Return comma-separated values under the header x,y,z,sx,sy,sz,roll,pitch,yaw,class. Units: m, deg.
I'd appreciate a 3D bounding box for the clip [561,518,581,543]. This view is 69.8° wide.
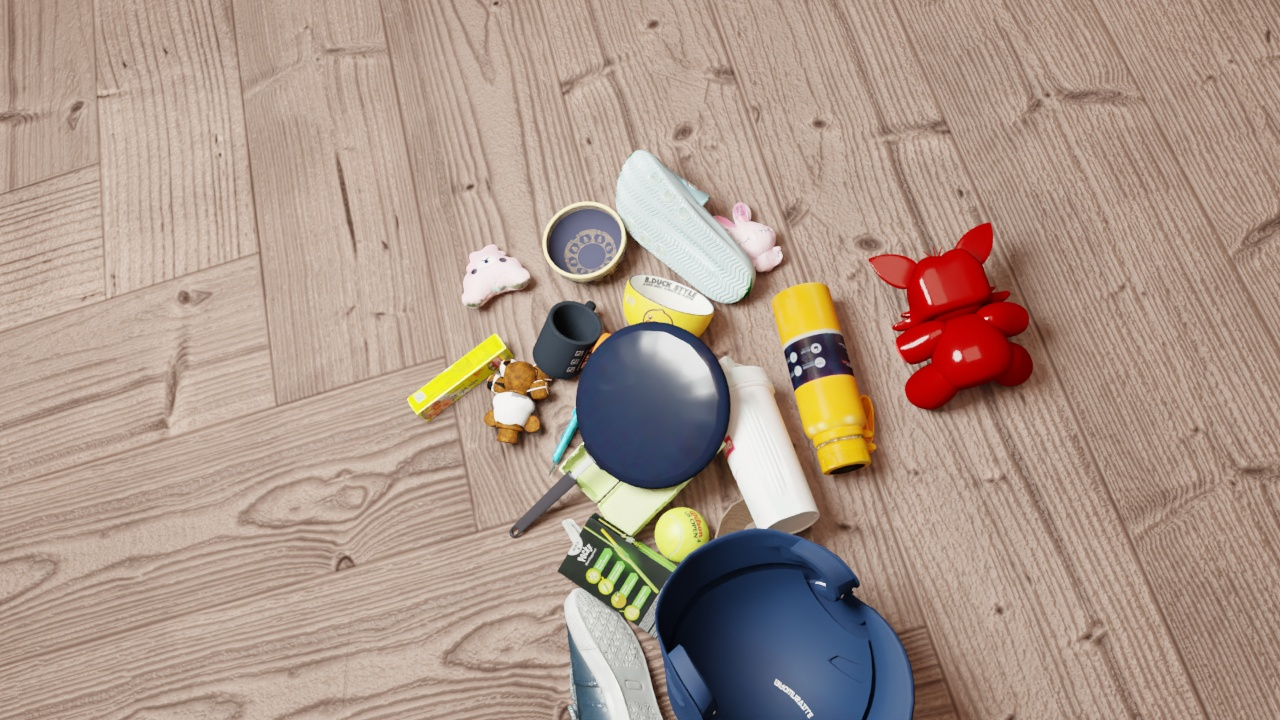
x,y,z,sx,sy,sz,roll,pitch,yaw,class
-0.053,0.230,1.141,0.054,0.040,0.101,-38,69,16,clip

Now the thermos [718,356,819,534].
x,y,z,sx,sy,sz,roll,pitch,yaw,class
0.138,0.098,1.094,0.099,0.099,0.220,-21,59,2,thermos

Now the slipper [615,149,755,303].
x,y,z,sx,sy,sz,roll,pitch,yaw,class
0.062,-0.176,1.220,0.245,0.074,0.104,46,128,11,slipper

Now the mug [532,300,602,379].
x,y,z,sx,sy,sz,roll,pitch,yaw,class
-0.089,-0.036,1.199,0.071,0.078,0.104,32,46,1,mug

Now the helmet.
x,y,z,sx,sy,sz,roll,pitch,yaw,class
0.151,0.332,0.956,0.231,0.223,0.272,-36,39,-18,helmet

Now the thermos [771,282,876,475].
x,y,z,sx,sy,sz,roll,pitch,yaw,class
0.233,0.021,1.131,0.091,0.076,0.232,-12,69,2,thermos

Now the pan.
x,y,z,sx,sy,sz,roll,pitch,yaw,class
-0.044,0.105,1.111,0.357,0.021,0.198,-44,72,18,pan

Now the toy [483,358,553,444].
x,y,z,sx,sy,sz,roll,pitch,yaw,class
-0.162,0.052,1.199,0.087,0.067,0.112,7,82,12,toy

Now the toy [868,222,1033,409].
x,y,z,sx,sy,sz,roll,pitch,yaw,class
0.379,-0.052,1.109,0.158,0.120,0.197,-17,79,6,toy

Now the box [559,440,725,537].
x,y,z,sx,sy,sz,roll,pitch,yaw,class
0.002,0.115,1.122,0.188,0.047,0.141,-48,68,16,box

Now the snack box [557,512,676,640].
x,y,z,sx,sy,sz,roll,pitch,yaw,class
-0.016,0.257,1.096,0.147,0.025,0.080,32,99,10,snack box

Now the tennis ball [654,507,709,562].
x,y,z,sx,sy,sz,roll,pitch,yaw,class
0.050,0.210,1.104,0.065,0.065,0.065,-3,71,9,tennis ball

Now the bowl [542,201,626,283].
x,y,z,sx,sy,sz,roll,pitch,yaw,class
-0.071,-0.152,1.249,0.112,0.061,0.112,-3,71,9,bowl

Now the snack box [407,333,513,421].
x,y,z,sx,sy,sz,roll,pitch,yaw,class
-0.240,0.023,1.230,0.148,0.040,0.029,-37,70,-4,snack box

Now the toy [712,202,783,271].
x,y,z,sx,sy,sz,roll,pitch,yaw,class
0.142,-0.165,1.226,0.063,0.047,0.110,-37,64,-4,toy

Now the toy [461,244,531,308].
x,y,z,sx,sy,sz,roll,pitch,yaw,class
-0.208,-0.122,1.269,0.099,0.053,0.095,-23,57,-2,toy

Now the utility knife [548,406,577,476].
x,y,z,sx,sy,sz,roll,pitch,yaw,class
-0.093,0.095,1.194,0.015,0.022,0.123,23,80,16,utility knife

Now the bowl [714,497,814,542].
x,y,z,sx,sy,sz,roll,pitch,yaw,class
0.149,0.219,1.102,0.118,0.030,0.117,-3,70,9,bowl

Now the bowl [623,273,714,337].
x,y,z,sx,sy,sz,roll,pitch,yaw,class
0.030,-0.056,1.182,0.117,0.117,0.068,27,113,17,bowl

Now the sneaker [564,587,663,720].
x,y,z,sx,sy,sz,roll,pitch,yaw,class
-0.043,0.380,1.056,0.088,0.089,0.235,-41,53,23,sneaker

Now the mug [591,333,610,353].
x,y,z,sx,sy,sz,roll,pitch,yaw,class
-0.007,0.007,1.182,0.096,0.078,0.112,20,41,10,mug
